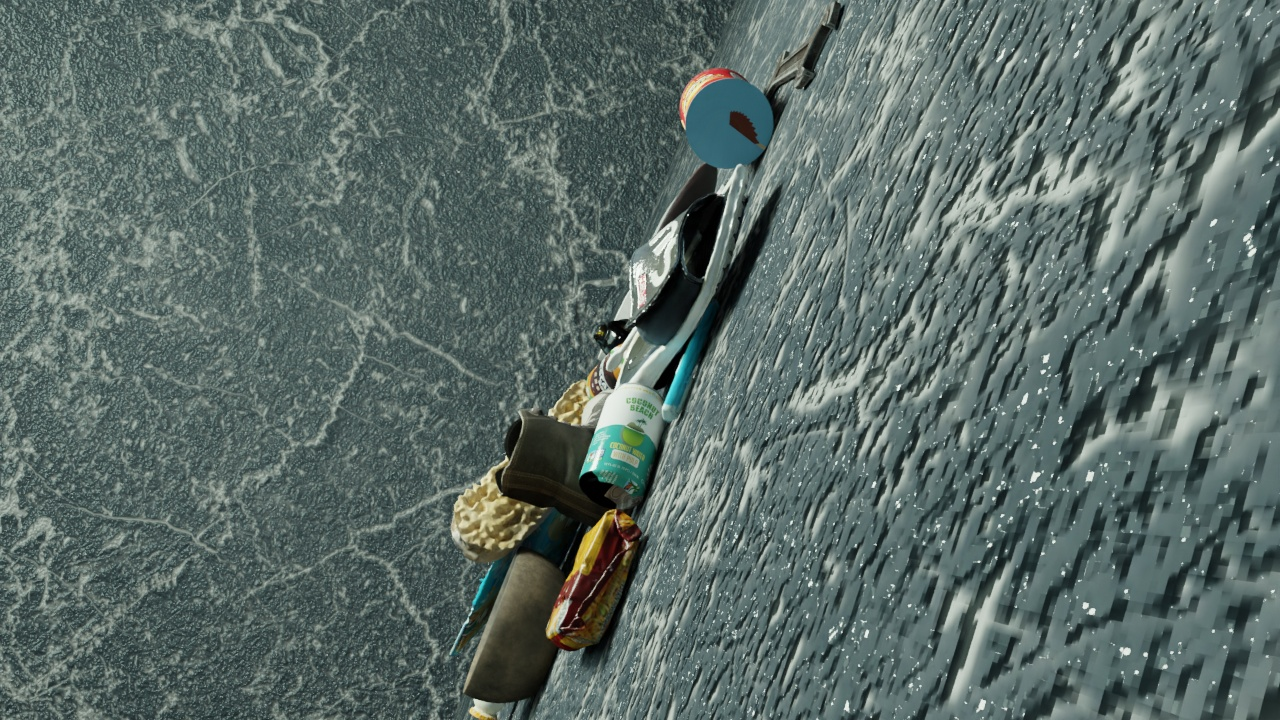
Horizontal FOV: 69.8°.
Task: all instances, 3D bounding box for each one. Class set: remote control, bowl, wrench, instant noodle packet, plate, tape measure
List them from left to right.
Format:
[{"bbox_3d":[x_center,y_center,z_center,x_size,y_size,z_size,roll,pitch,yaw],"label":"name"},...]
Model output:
[{"bbox_3d":[-0.125,0.285,0.971,0.162,0.070,0.162,-161,93,-85],"label":"bowl"},{"bbox_3d":[-0.037,0.170,0.697,0.136,0.039,0.098,119,171,-68],"label":"instant noodle packet"},{"bbox_3d":[-0.015,-0.021,1.120,0.071,0.072,0.042,-5,-53,-62],"label":"tape measure"},{"bbox_3d":[0.033,-0.125,0.949,0.178,0.012,0.179,-58,-12,-21],"label":"plate"},{"bbox_3d":[0.039,-0.028,0.844,0.047,0.022,0.151,-73,8,-47],"label":"remote control"},{"bbox_3d":[0.142,-0.274,0.846,0.273,0.010,0.070,-92,24,-79],"label":"wrench"}]

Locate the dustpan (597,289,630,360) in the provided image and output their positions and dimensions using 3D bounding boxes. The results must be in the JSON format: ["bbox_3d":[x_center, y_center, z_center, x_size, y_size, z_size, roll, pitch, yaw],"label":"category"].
[{"bbox_3d":[0.001,-0.102,1.394,0.192,0.053,0.257,117,173,-48],"label":"dustpan"}]

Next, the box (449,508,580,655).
[{"bbox_3d":[-0.146,0.247,1.131,0.181,0.039,0.227,-18,-42,-60],"label":"box"}]

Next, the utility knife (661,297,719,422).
[{"bbox_3d":[0.047,-0.017,0.735,0.022,0.015,0.140,63,-132,-69],"label":"utility knife"}]

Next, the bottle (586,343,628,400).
[{"bbox_3d":[-0.006,0.006,0.979,0.168,0.059,0.059,-44,24,58],"label":"bottle"}]

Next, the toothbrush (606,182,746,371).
[{"bbox_3d":[0.027,-0.074,0.885,0.223,0.027,0.026,-54,6,24],"label":"toothbrush"}]

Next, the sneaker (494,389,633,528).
[{"bbox_3d":[-0.068,0.079,0.882,0.234,0.120,0.095,-90,21,-66],"label":"sneaker"}]

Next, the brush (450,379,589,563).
[{"bbox_3d":[-0.108,0.118,1.035,0.270,0.083,0.057,-44,-9,-34],"label":"brush"}]

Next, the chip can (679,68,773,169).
[{"bbox_3d":[0.084,-0.250,0.938,0.213,0.087,0.087,-84,17,-71],"label":"chip can"}]

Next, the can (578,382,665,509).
[{"bbox_3d":[-0.013,0.071,0.767,0.055,0.055,0.101,117,173,-51],"label":"can"}]

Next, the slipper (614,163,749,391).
[{"bbox_3d":[0.016,-0.056,0.763,0.265,0.063,0.111,118,169,-53],"label":"slipper"}]

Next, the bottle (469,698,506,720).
[{"bbox_3d":[-0.171,0.380,1.114,0.063,0.063,0.109,137,153,-80],"label":"bottle"}]
